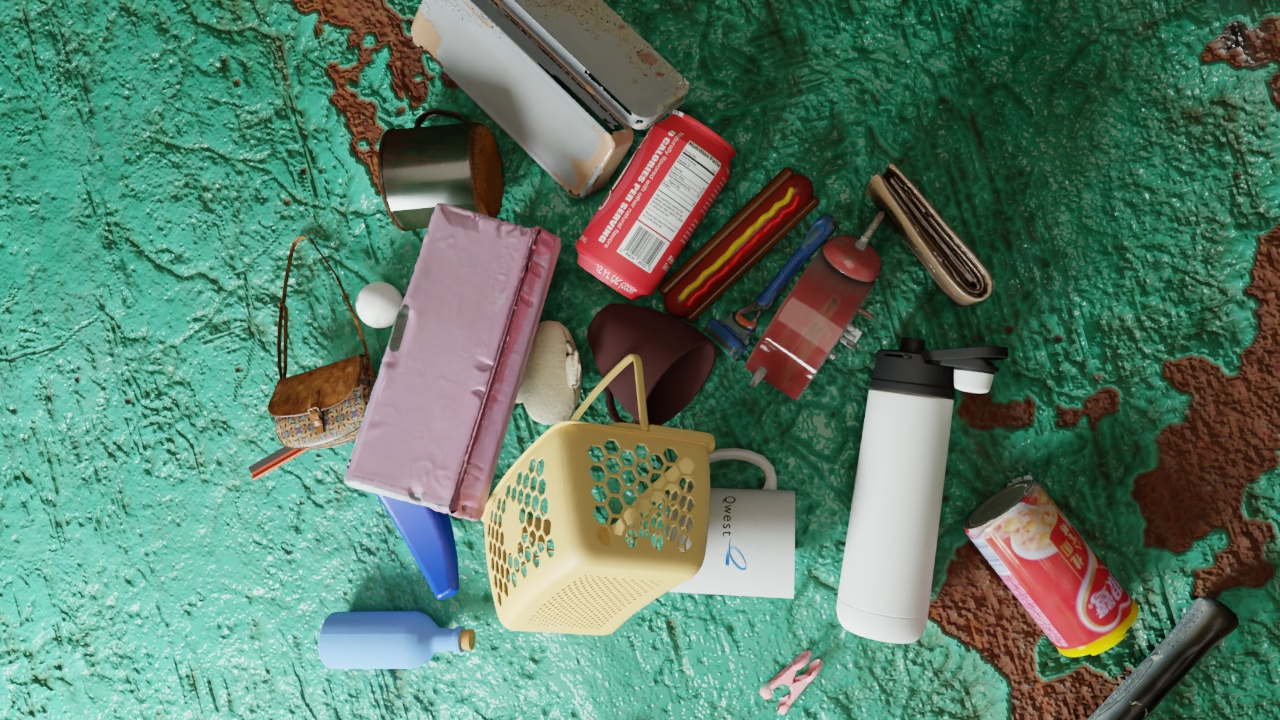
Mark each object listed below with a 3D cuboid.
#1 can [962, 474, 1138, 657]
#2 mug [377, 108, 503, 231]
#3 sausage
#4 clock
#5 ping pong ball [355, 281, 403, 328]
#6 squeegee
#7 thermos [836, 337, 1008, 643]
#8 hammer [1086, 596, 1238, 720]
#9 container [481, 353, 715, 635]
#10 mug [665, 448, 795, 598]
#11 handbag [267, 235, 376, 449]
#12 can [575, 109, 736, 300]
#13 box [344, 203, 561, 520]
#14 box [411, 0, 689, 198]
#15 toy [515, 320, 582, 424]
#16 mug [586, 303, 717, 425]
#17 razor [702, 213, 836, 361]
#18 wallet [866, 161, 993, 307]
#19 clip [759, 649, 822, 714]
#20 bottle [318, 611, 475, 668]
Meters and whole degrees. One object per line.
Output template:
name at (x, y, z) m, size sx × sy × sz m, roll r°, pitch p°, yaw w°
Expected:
can at (0.309, 0.156, 0.695) m, size 0.067 × 0.066 × 0.124 m, roll -38°, pitch 84°, yaw 8°
mug at (-0.163, -0.166, 0.768) m, size 0.081 × 0.085 × 0.110 m, roll -4°, pitch 66°, yaw 8°
sausage at (0.079, -0.093, 0.745) m, size 0.156 × 0.040 × 0.040 m, roll -43°, pitch 84°, yaw 7°
clock at (0.145, -0.040, 0.696) m, size 0.062 × 0.109 × 0.157 m, roll 33°, pitch 102°, yaw 9°
ping pong ball at (-0.226, -0.048, 0.795) m, size 0.040 × 0.040 × 0.040 m, roll 0°, pitch 90°, yaw 9°
squeegee at (-0.196, 0.115, 0.783) m, size 0.249 × 0.055 × 0.184 m, roll -29°, pitch 70°, yaw 6°
thermos at (0.214, 0.099, 0.703) m, size 0.101 × 0.068 × 0.230 m, roll 8°, pitch 91°, yaw 34°
hammer at (0.323, 0.302, 0.678) m, size 0.036 × 0.140 × 0.326 m, roll 44°, pitch 89°, yaw 6°
container at (-0.039, 0.101, 0.685) m, size 0.129 × 0.184 × 0.166 m, roll 10°, pitch 56°, yaw -23°
mug at (0.074, 0.127, 0.734) m, size 0.096 × 0.083 × 0.119 m, roll 1°, pitch 63°, yaw 9°
handbag at (-0.281, -0.022, 0.792) m, size 0.093 × 0.043 × 0.195 m, roll -16°, pitch 75°, yaw 11°
can at (0.011, -0.123, 0.738) m, size 0.074 × 0.074 × 0.142 m, roll 35°, pitch 96°, yaw 7°
box at (-0.151, -0.003, 0.713) m, size 0.106 × 0.099 × 0.232 m, roll 21°, pitch 79°, yaw -27°
box at (-0.076, -0.252, 0.771) m, size 0.217 × 0.095 × 0.115 m, roll 45°, pitch 127°, yaw 6°
toy at (-0.075, 0.010, 0.763) m, size 0.112 × 0.050 × 0.087 m, roll -4°, pitch 86°, yaw 39°
mug at (-0.004, 0.004, 0.748) m, size 0.088 × 0.086 × 0.114 m, roll 40°, pitch 125°, yaw 24°
razor at (0.112, -0.062, 0.750) m, size 0.141 × 0.018 × 0.044 m, roll -49°, pitch 58°, yaw 4°
wallet at (0.215, -0.091, 0.692) m, size 0.027 × 0.098 × 0.121 m, roll -39°, pitch 84°, yaw 9°
clip at (0.120, 0.260, 0.752) m, size 0.044 × 0.023 × 0.060 m, roll 21°, pitch 99°, yaw 7°
bottle at (-0.207, 0.241, 0.791) m, size 0.131 × 0.048 × 0.048 m, roll -3°, pitch 90°, yaw 9°
